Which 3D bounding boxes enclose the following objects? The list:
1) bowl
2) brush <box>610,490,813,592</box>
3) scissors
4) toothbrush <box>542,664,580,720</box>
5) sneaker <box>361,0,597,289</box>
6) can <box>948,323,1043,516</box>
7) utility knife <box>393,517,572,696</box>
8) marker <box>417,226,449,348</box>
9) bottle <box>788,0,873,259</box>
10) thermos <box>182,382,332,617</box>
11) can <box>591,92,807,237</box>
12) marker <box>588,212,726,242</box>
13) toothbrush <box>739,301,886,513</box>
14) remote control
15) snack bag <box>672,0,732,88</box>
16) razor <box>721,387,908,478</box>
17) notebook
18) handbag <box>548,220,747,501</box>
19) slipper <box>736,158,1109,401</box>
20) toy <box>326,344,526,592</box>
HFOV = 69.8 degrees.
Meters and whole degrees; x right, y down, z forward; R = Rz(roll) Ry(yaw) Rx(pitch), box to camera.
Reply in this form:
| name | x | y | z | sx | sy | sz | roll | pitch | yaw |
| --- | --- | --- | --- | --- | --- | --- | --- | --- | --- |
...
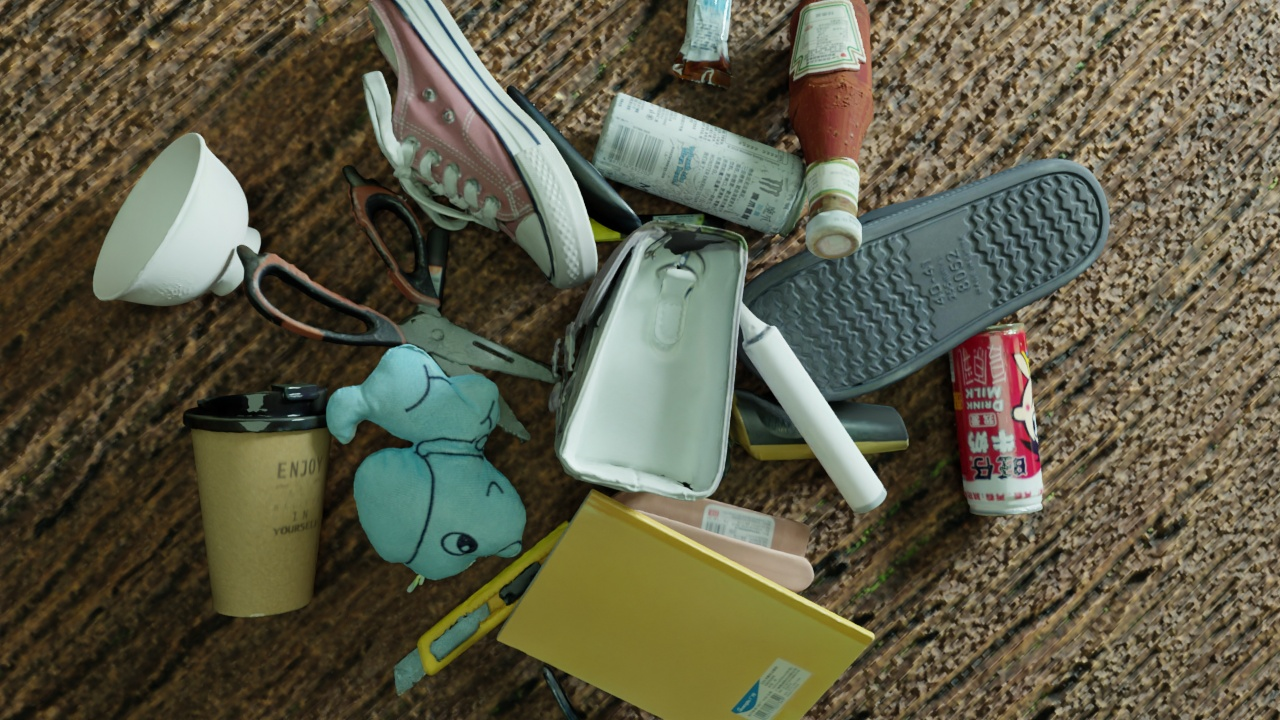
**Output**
| name | x | y | z | sx | sy | sz | roll | pitch | yaw |
| --- | --- | --- | --- | --- | --- | --- | --- | --- | --- |
| bowl | -0.286 | -0.078 | 0.588 | 0.064 | 0.118 | 0.118 | 32 | 82 | -42 |
| brush | 0.041 | 0.123 | 0.616 | 0.145 | 0.073 | 0.063 | 17 | 86 | -9 |
| scissors | -0.154 | -0.032 | 0.607 | 0.188 | 0.015 | 0.224 | -15 | 84 | -31 |
| toothbrush | -0.026 | 0.286 | 0.625 | 0.018 | 0.015 | 0.181 | -26 | 96 | 3 |
| sneaker | -0.120 | -0.136 | 0.597 | 0.087 | 0.118 | 0.241 | -33 | 81 | -17 |
| can | 0.255 | 0.042 | 0.659 | 0.053 | 0.053 | 0.132 | -5 | 88 | -7 |
| utility knife | -0.098 | 0.168 | 0.629 | 0.177 | 0.015 | 0.033 | -38 | 92 | -7 |
| marker | -0.147 | -0.032 | 0.635 | 0.018 | 0.015 | 0.123 | 7 | 84 | -11 |
| bottle | 0.128 | -0.160 | 0.615 | 0.060 | 0.060 | 0.205 | 9 | 61 | -6 |
| thermos | -0.239 | 0.084 | 0.584 | 0.093 | 0.093 | 0.143 | 1 | 94 | -7 |
| can | 0.042 | -0.135 | 0.640 | 0.146 | 0.058 | 0.058 | 18 | 85 | -6 |
| marker | 0.002 | -0.095 | 0.657 | 0.124 | 0.015 | 0.018 | -5 | 79 | -10 |
| toothbrush | 0.093 | 0.008 | 0.599 | 0.027 | 0.026 | 0.221 | -34 | 101 | 8 |
| remote control | -0.051 | -0.131 | 0.626 | 0.024 | 0.053 | 0.136 | -42 | 82 | -7 |
| snack bag | 0.050 | -0.252 | 0.664 | 0.045 | 0.026 | 0.105 | 6 | 87 | -16 |
| razor | 0.110 | 0.052 | 0.647 | 0.167 | 0.062 | 0.068 | 1 | 117 | -12 |
| notebook | 0.026 | 0.181 | 0.602 | 0.206 | 0.010 | 0.146 | 28 | 117 | -7 |
| handbag | -0.003 | 0.003 | 0.558 | 0.098 | 0.197 | 0.145 | 15 | 84 | -6 |
| slipper | 0.187 | -0.058 | 0.643 | 0.268 | 0.083 | 0.111 | -24 | 104 | 0 |
| toy | -0.135 | 0.077 | 0.596 | 0.161 | 0.050 | 0.156 | 25 | 103 | -24 |
